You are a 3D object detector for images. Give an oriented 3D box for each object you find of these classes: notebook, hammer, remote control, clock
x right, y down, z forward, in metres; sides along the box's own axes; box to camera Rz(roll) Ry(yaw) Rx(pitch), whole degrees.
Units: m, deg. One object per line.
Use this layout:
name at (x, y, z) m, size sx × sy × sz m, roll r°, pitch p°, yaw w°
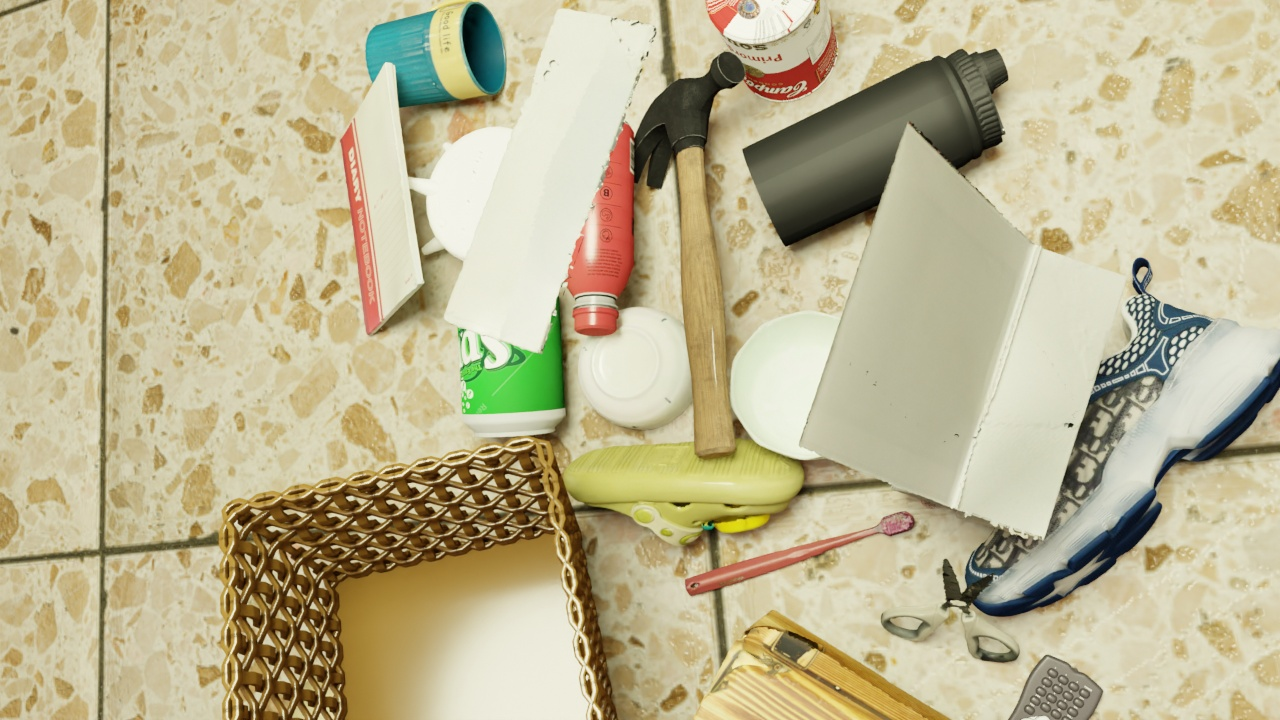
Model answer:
notebook at (-0.243, -0.143, 0.851) m, size 0.153 × 0.012 × 0.208 m, roll -27°, pitch 70°, yaw 53°
hammer at (0.043, -0.075, 0.722) m, size 0.133 × 0.040 × 0.305 m, roll -25°, pitch 64°, yaw 54°
remote control at (0.279, 0.273, 0.657) m, size 0.046 × 0.009 × 0.124 m, roll 32°, pitch 94°, yaw 20°
clock at (-0.128, -0.145, 0.824) m, size 0.161 × 0.072 × 0.125 m, roll 9°, pitch 86°, yaw 20°

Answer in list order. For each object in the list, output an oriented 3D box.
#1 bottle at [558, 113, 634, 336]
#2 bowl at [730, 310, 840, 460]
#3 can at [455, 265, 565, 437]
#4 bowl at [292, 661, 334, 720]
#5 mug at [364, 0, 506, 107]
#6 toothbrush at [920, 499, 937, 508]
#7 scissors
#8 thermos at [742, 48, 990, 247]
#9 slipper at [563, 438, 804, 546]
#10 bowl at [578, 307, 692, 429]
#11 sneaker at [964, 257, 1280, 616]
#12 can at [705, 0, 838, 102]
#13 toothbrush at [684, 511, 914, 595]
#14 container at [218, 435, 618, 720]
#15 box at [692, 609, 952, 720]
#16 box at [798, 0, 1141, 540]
bottle at (-0.036, -0.109, 0.753) m, size 0.062 × 0.062 × 0.176 m, roll -4°, pitch 79°, yaw 19°
bowl at (0.131, 0.026, 0.711) m, size 0.117 × 0.061 × 0.117 m, roll -5°, pitch 69°, yaw 13°
can at (-0.111, -0.007, 0.783) m, size 0.088 × 0.087 × 0.140 m, roll -3°, pitch 90°, yaw 19°
bowl at (-0.226, 0.327, 0.793) m, size 0.151 × 0.075 × 0.150 m, roll -3°, pitch 81°, yaw 18°
mug at (-0.189, -0.297, 0.869) m, size 0.107 × 0.083 × 0.113 m, roll -4°, pitch 59°, yaw 22°
toothbrush at (0.255, 0.027, 0.697) m, size 0.015 × 0.015 × 0.184 m, roll 24°, pitch 89°, yaw 14°
scissors at (0.210, 0.173, 0.631) m, size 0.155 × 0.163 × 0.012 m, roll -16°, pitch 45°, yaw 48°
thermos at (0.187, -0.169, 0.709) m, size 0.199 × 0.086 × 0.086 m, roll -24°, pitch 75°, yaw 15°
slipper at (0.033, 0.110, 0.725) m, size 0.191 × 0.091 × 0.081 m, roll -1°, pitch 102°, yaw 11°
bowl at (-0.005, 0.005, 0.771) m, size 0.105 × 0.054 × 0.104 m, roll -3°, pitch 80°, yaw 19°
sneaker at (0.308, 0.056, 0.644) m, size 0.269 × 0.103 × 0.132 m, roll -49°, pitch 56°, yaw 7°
can at (0.108, -0.271, 0.735) m, size 0.087 × 0.116 × 0.086 m, roll -3°, pitch 82°, yaw 19°
toothbrush at (0.123, 0.153, 0.725) m, size 0.190 × 0.016 × 0.016 m, roll -21°, pitch 77°, yaw 16°
container at (-0.137, 0.226, 0.645) m, size 0.219 × 0.214 × 0.251 m, roll -12°, pitch 64°, yaw -4°
box at (0.147, 0.341, 0.614) m, size 0.279 × 0.168 × 0.245 m, roll 28°, pitch 92°, yaw 22°
box at (0.175, -0.006, 0.473) m, size 0.119 × 0.478 × 0.166 m, roll 17°, pitch 85°, yaw 26°
